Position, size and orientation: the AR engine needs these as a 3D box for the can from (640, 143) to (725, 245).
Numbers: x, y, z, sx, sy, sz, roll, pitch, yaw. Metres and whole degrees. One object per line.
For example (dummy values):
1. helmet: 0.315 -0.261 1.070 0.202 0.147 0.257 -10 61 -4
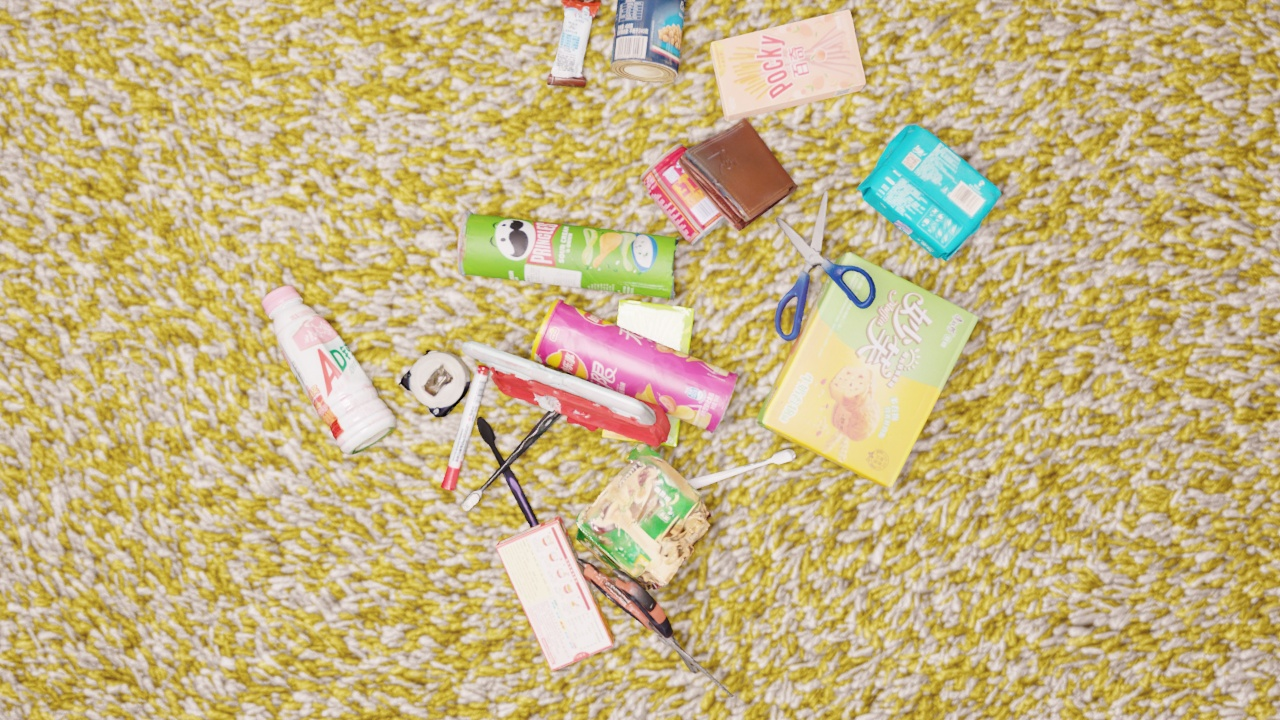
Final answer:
1. can: 0.051 -0.181 0.996 0.066 0.066 0.094 -40 90 2

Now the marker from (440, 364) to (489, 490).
1. marker: -0.197 0.076 1.033 0.017 0.017 0.145 17 91 1

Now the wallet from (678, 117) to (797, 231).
1. wallet: 0.107 -0.202 0.981 0.101 0.032 0.124 50 48 2

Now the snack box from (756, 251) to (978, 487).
1. snack box: 0.241 0.010 0.994 0.157 0.070 0.210 27 92 1

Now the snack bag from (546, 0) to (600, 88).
1. snack bag: -0.074 -0.353 1.016 0.048 0.026 0.104 8 92 8

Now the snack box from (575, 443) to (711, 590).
1. snack box: -0.008 0.177 0.976 0.117 0.106 0.118 43 62 0

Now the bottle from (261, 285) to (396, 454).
1. bottle: -0.348 0.007 1.014 0.068 0.068 0.197 -34 86 2

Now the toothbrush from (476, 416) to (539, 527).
1. toothbrush: -0.139 0.147 1.038 0.014 0.016 0.189 -26 93 4

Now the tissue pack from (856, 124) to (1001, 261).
1. tissue pack: 0.312 -0.183 0.998 0.133 0.050 0.093 41 93 1

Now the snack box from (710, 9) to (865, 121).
1. snack box: 0.162 -0.324 1.011 0.157 0.026 0.084 -13 91 1

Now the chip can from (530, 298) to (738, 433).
1. chip can: -0.006 0.006 0.972 0.210 0.071 0.071 22 91 2

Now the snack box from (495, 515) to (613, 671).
1. snack box: -0.095 0.260 1.025 0.077 0.027 0.156 -23 94 2

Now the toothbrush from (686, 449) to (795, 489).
1. toothbrush: 0.086 0.130 1.030 0.180 0.016 0.016 -18 88 4

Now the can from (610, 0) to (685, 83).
1. can: 0.009 -0.363 0.990 0.075 0.075 0.111 7 92 1

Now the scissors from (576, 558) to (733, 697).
1. scissors: 0.016 0.277 0.965 0.225 0.189 0.015 38 70 11

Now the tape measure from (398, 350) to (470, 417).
1. tape measure: -0.225 0.022 1.025 0.066 0.033 0.066 41 92 -1

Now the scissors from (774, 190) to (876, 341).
1. scissors: 0.185 -0.096 0.972 0.162 0.012 0.174 30 93 45

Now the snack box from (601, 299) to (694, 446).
1. snack box: 0.009 0.014 1.022 0.086 0.026 0.156 8 92 2

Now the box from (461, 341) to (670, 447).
1. box: -0.072 0.031 0.942 0.201 0.158 0.039 18 73 16

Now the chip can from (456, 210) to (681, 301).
1. chip can: -0.076 -0.113 1.000 0.236 0.072 0.072 7 91 1

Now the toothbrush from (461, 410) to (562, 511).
1. toothbrush: -0.134 0.100 1.022 0.015 0.018 0.181 44 82 -5
